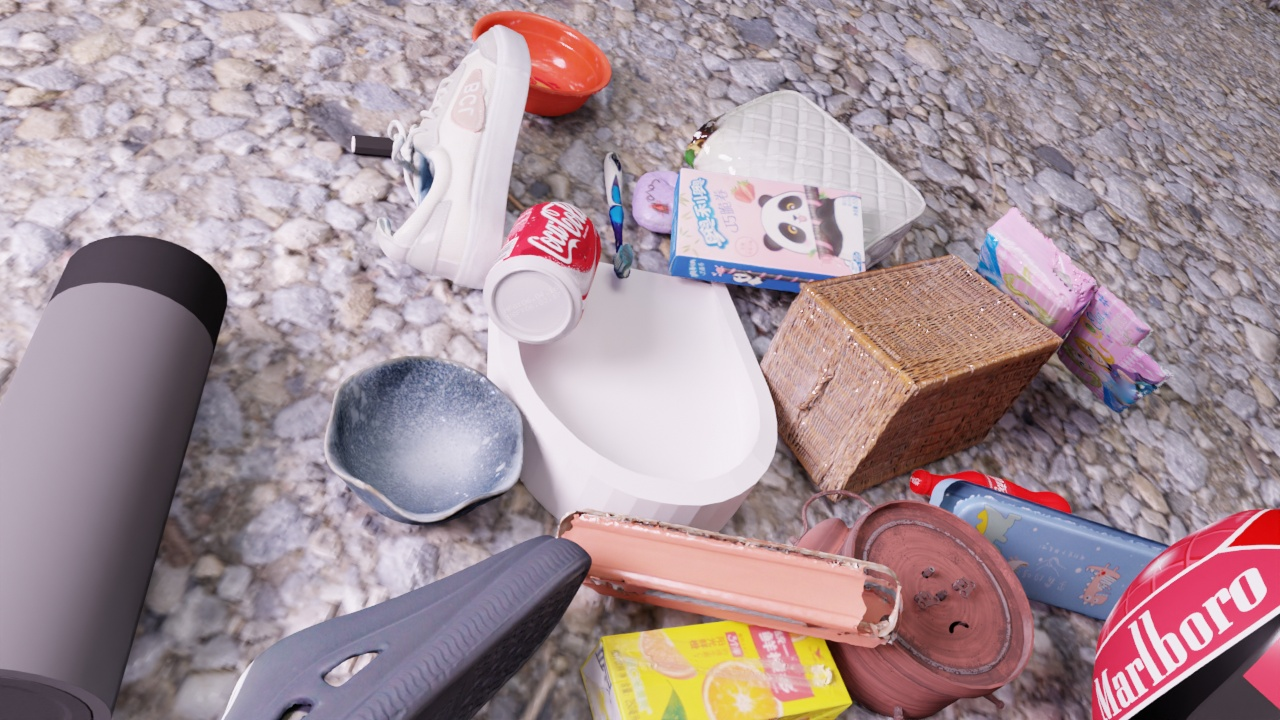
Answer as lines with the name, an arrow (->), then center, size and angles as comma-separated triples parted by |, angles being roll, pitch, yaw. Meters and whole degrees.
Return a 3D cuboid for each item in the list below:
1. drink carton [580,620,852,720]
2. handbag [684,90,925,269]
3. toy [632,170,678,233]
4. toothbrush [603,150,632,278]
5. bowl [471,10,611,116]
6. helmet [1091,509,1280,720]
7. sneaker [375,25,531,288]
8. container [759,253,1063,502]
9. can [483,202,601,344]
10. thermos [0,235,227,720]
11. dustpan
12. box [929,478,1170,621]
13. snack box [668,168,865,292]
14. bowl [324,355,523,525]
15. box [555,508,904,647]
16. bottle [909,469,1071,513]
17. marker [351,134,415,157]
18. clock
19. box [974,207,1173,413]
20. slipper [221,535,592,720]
drink carton -> 0.042, 0.173, 0.491 | 0.134, 0.043, 0.058 | 1, 48, -25
handbag -> 0.149, -0.155, 0.839 | 0.138, 0.073, 0.195 | -31, 67, -33
toy -> 0.042, -0.130, 0.787 | 0.099, 0.037, 0.080 | 13, 46, -12
toothbrush -> -0.018, -0.127, 0.759 | 0.016, 0.017, 0.188 | 13, 39, -16
bowl -> -0.095, -0.266, 0.845 | 0.130, 0.045, 0.130 | 14, 45, -14
helmet -> 0.363, 0.183, 0.469 | 0.197, 0.272, 0.224 | -13, 50, -37
sneaker -> -0.140, -0.166, 0.679 | 0.090, 0.090, 0.241 | 14, 58, -18
container -> 0.191, 0.005, 0.673 | 0.198, 0.114, 0.112 | -12, 50, -36
can -> -0.062, -0.061, 0.607 | 0.064, 0.064, 0.104 | 21, 32, -6
thermos -> -0.263, 0.048, 0.435 | 0.082, 0.082, 0.240 | 9, 46, -18
dustpan -> -0.004, 0.004, 0.624 | 0.191, 0.053, 0.257 | 9, 46, -18
box -> 0.296, 0.139, 0.624 | 0.210, 0.059, 0.068 | 18, 84, -9
snack box -> 0.102, -0.102, 0.738 | 0.154, 0.033, 0.087 | 7, 62, -5
bowl -> -0.123, 0.053, 0.518 | 0.110, 0.055, 0.110 | 13, 45, -14
box -> 0.047, 0.121, 0.499 | 0.188, 0.064, 0.056 | 10, 82, 17
bottle -> 0.252, 0.101, 0.666 | 0.119, 0.036, 0.036 | 16, 44, -11
marker -> -0.167, -0.169, 0.738 | 0.123, 0.018, 0.021 | 0, 49, -24
clock -> 0.155, 0.141, 0.555 | 0.120, 0.072, 0.157 | -7, 53, -31
box -> 0.332, -0.023, 0.727 | 0.159, 0.035, 0.230 | 49, 5, 20
slipper -> -0.126, 0.145, 0.392 | 0.083, 0.111, 0.267 | 38, 41, 16
